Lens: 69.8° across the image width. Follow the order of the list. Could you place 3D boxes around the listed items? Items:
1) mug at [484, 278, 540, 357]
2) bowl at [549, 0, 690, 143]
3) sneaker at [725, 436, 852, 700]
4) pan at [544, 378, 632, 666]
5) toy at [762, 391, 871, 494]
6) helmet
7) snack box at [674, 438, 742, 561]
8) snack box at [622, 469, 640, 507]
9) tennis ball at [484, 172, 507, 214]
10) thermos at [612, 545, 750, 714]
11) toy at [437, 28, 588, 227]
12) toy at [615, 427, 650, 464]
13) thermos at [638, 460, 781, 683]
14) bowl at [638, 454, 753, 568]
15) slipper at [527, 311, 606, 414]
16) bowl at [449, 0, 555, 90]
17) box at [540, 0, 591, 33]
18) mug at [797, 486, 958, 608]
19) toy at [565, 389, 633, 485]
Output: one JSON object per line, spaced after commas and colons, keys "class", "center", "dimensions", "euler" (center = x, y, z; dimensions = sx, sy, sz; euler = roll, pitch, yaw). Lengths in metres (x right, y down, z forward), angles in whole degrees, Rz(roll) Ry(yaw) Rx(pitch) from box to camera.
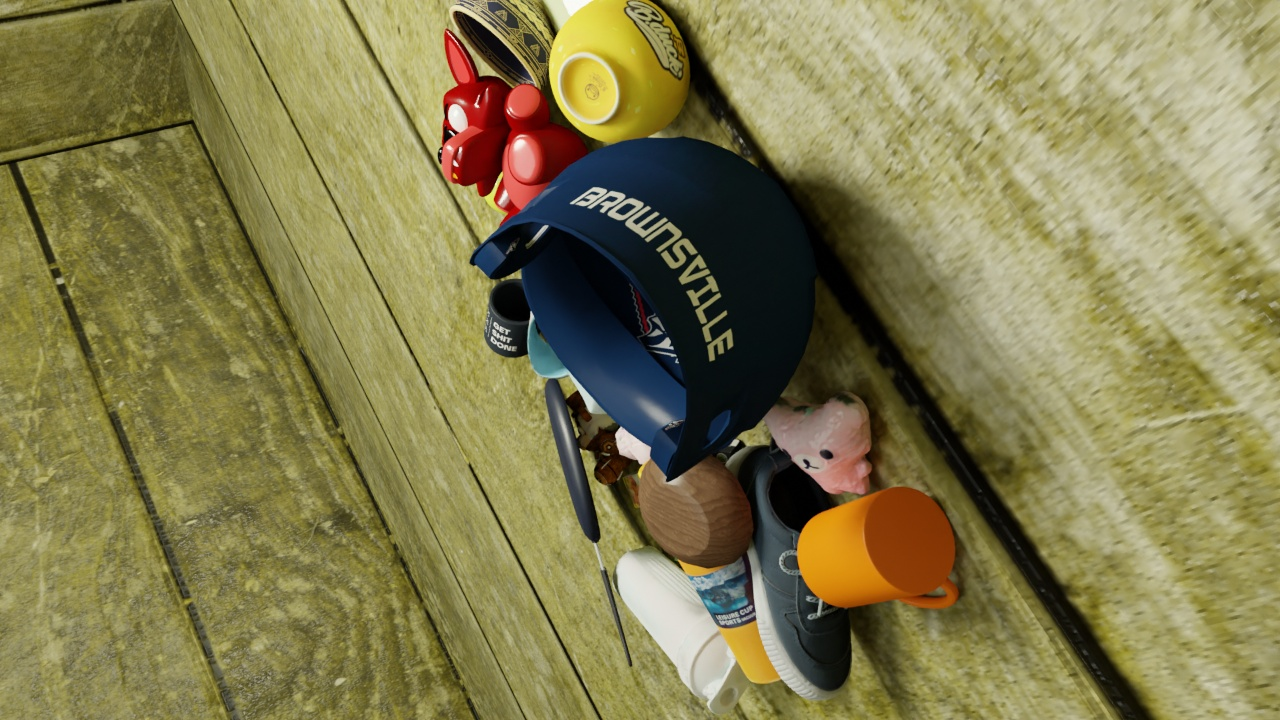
{"class": "mug", "center": [-0.146, -0.044, 1.164], "dimensions": [0.105, 0.071, 0.078], "euler": [33, 146, 7]}
{"class": "bowl", "center": [-0.026, -0.229, 0.743], "dimensions": [0.117, 0.067, 0.117], "euler": [17, 128, 23]}
{"class": "sneaker", "center": [0.142, 0.174, 0.782], "dimensions": [0.088, 0.089, 0.235], "euler": [-20, 88, 59]}
{"class": "pan", "center": [-0.062, 0.193, 1.086], "dimensions": [0.199, 0.021, 0.356], "euler": [176, 78, -82]}
{"class": "toy", "center": [0.147, 0.068, 0.721], "dimensions": [0.099, 0.052, 0.096], "euler": [-6, 117, 50]}
{"class": "helmet", "center": [0.013, -0.042, 0.693], "dimensions": [0.232, 0.222, 0.273], "euler": [48, 140, 7]}
{"class": "snack box", "center": [0.066, 0.143, 0.919], "dimensions": [0.080, 0.025, 0.148], "euler": [7, 120, 30]}
{"class": "snack box", "center": [0.026, 0.136, 1.018], "dimensions": [0.040, 0.028, 0.148], "euler": [66, 153, 2]}
{"class": "tennis ball", "center": [-0.146, -0.197, 1.038], "dimensions": [0.065, 0.065, 0.065], "euler": [42, 144, 41]}
{"class": "thermos", "center": [0.050, 0.288, 1.029], "dimensions": [0.220, 0.099, 0.099], "euler": [33, 138, 54]}
{"class": "toy", "center": [-0.144, -0.217, 0.932], "dimensions": [0.197, 0.120, 0.159], "euler": [43, 149, 18]}
{"class": "toy", "center": [0.017, 0.080, 0.976], "dimensions": [0.110, 0.047, 0.063], "euler": [-19, 97, 56]}
{"class": "thermos", "center": [0.086, 0.185, 0.864], "dimensions": [0.092, 0.076, 0.232], "euler": [-25, 100, 24]}
{"class": "bowl", "center": [0.040, 0.131, 0.788], "dimensions": [0.118, 0.030, 0.118], "euler": [18, 120, 34]}
{"class": "slipper", "center": [-0.086, -0.021, 1.015], "dimensions": [0.245, 0.074, 0.104], "euler": [-125, 28, -55]}
{"class": "bowl", "center": [-0.122, -0.321, 0.892], "dimensions": [0.112, 0.061, 0.112], "euler": [39, 174, 4]}
{"class": "box", "center": [-0.062, -0.332, 0.812], "dimensions": [0.187, 0.047, 0.141], "euler": [64, 155, 5]}
{"class": "mug", "center": [0.190, 0.154, 0.698], "dimensions": [0.112, 0.077, 0.096], "euler": [38, 152, -4]}
{"class": "toy", "center": [-0.050, 0.088, 1.086], "dimensions": [0.112, 0.067, 0.087], "euler": [51, 175, 7]}
